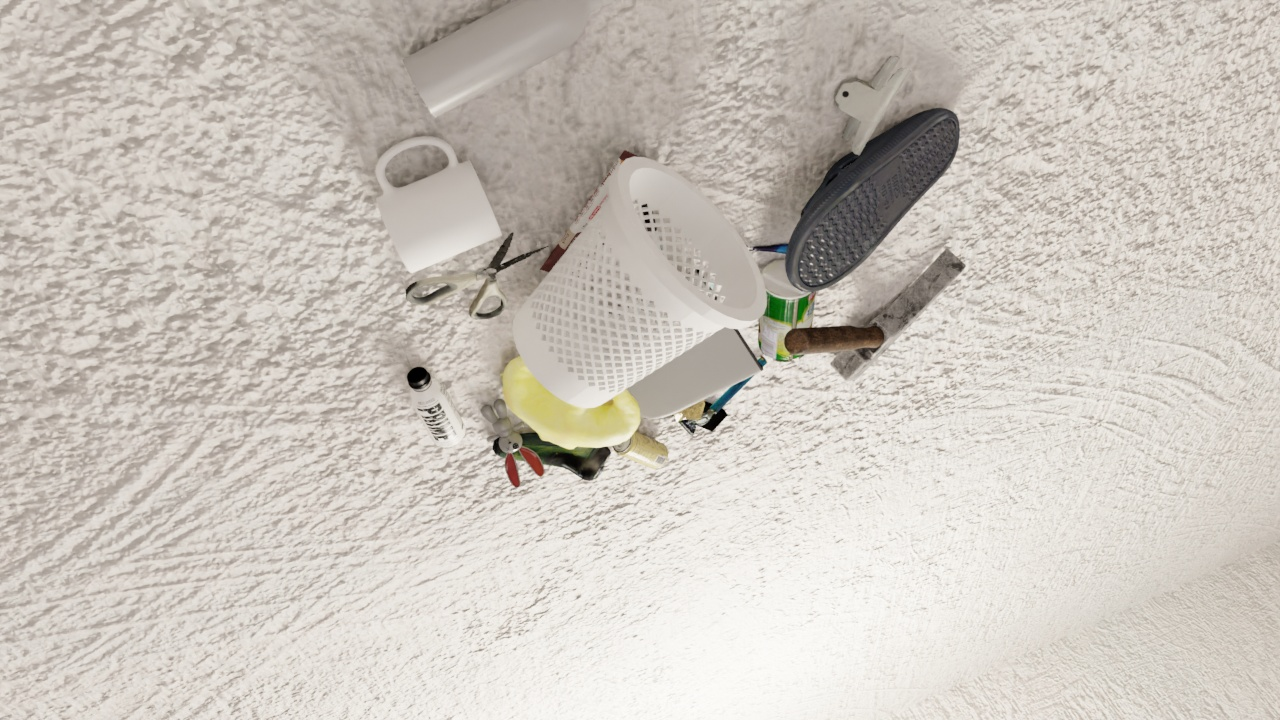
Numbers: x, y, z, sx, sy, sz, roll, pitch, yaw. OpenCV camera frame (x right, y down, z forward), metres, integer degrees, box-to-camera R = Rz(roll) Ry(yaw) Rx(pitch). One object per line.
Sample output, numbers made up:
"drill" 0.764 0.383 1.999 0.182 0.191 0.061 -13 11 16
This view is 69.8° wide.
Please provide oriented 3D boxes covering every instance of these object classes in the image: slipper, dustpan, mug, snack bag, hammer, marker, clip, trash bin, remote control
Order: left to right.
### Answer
"mug" -0.189 -0.146 0.829 0.090 0.073 0.110 -24 115 -6
"snack bag" -0.040 -0.145 0.951 0.057 0.013 0.158 15 124 -42
"trash bin" -0.015 -0.061 0.916 0.195 0.195 0.200 19 132 -42
"dustpan" -0.006 0.006 1.085 0.258 0.033 0.163 -28 124 14
"marker" 0.019 -0.120 1.015 0.011 0.011 0.152 -24 141 -5
"remote control" 0.061 0.062 1.232 0.150 0.013 0.034 25 114 -44
"slipper" 0.243 -0.192 1.023 0.267 0.083 0.111 -42 137 -12
"hammer" 0.278 -0.054 1.135 0.218 0.037 0.299 -50 157 25
"clip" 0.236 -0.271 0.961 0.051 0.058 0.102 -21 146 -49

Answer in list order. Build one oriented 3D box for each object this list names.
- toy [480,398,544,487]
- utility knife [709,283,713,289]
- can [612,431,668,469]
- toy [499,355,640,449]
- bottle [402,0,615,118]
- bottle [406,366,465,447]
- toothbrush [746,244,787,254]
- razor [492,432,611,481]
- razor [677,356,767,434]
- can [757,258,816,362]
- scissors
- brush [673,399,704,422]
"toy" -0.157 0.098 1.107 0.049 0.030 0.112 -25 112 -4
"utility knife" 0.070 -0.030 1.137 0.022 0.015 0.179 -6 137 -25
"can" 0.000 0.119 1.239 0.038 0.038 0.079 -43 138 17
"toy" -0.085 0.052 1.063 0.170 0.064 0.155 21 142 -1
"bottle" -0.096 -0.269 0.754 0.195 0.052 0.052 -28 141 0
"bottle" -0.232 0.051 1.030 0.041 0.041 0.116 -22 140 -7
"toothbrush" 0.181 -0.130 1.092 0.188 0.017 0.016 -3 134 -26
"razor" -0.111 0.119 1.158 0.151 0.067 0.054 10 124 -27
"razor" 0.114 0.047 1.226 0.144 0.022 0.042 -41 139 2
"can" 0.179 -0.061 1.125 0.067 0.067 0.121 -19 140 -11
"scissors" -0.162 -0.079 0.916 0.166 0.012 0.158 -7 157 -2
"brush" 0.055 0.005 1.127 0.059 0.043 0.196 -2 132 3
